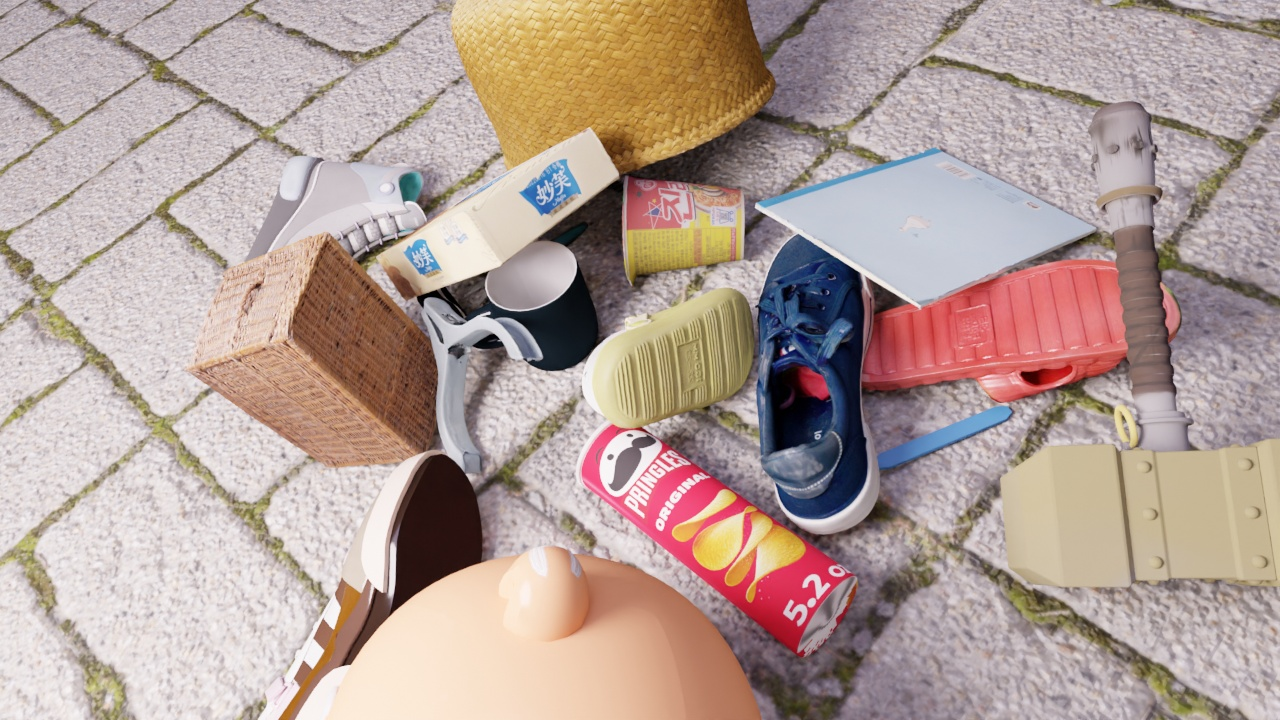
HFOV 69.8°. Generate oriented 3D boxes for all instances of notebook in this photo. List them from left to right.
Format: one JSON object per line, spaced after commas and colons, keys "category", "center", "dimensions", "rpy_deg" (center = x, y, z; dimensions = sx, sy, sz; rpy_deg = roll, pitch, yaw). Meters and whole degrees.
{"category": "notebook", "center": [0.251, -0.125, 0.798], "dimensions": [0.252, 0.009, 0.181], "rpy_deg": [-21, 46, -32]}

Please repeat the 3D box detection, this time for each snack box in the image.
{"category": "snack box", "center": [-0.137, -0.130, 0.844], "dimensions": [0.153, 0.055, 0.208], "rpy_deg": [-43, 20, -31]}

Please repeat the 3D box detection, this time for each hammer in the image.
{"category": "hammer", "center": [0.337, -0.017, 0.610], "dimensions": [0.190, 0.100, 0.324], "rpy_deg": [-3, 77, 13]}

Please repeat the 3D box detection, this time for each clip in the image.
{"category": "clip", "center": [-0.130, -0.001, 0.775], "dimensions": [0.165, 0.031, 0.168], "rpy_deg": [-28, 72, 41]}

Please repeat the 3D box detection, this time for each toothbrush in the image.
{"category": "toothbrush", "center": [0.215, 0.071, 0.718], "dimensions": [0.166, 0.014, 0.016], "rpy_deg": [-21, 49, -7]}

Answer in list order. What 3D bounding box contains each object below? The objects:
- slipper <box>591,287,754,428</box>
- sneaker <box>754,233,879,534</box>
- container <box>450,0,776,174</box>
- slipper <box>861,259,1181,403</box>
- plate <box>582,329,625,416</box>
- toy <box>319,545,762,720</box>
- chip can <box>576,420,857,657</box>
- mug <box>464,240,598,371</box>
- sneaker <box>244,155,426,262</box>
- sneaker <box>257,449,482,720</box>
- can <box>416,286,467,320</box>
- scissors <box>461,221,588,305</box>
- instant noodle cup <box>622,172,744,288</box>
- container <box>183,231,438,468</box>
{"category": "slipper", "center": [0.020, -0.001, 0.758], "dimensions": [0.082, 0.092, 0.190], "rpy_deg": [1, 18, 44]}
{"category": "sneaker", "center": [0.128, -0.020, 0.721], "dimensions": [0.121, 0.127, 0.293], "rpy_deg": [-18, 43, 27]}
{"category": "container", "center": [-0.033, -0.325, 0.928], "dimensions": [0.307, 0.197, 0.306], "rpy_deg": [-17, 31, 10]}
{"category": "slipper", "center": [0.289, -0.014, 0.733], "dimensions": [0.249, 0.059, 0.103], "rpy_deg": [-10, 48, 28]}
{"category": "plate", "center": [-0.005, 0.005, 0.819], "dimensions": [0.104, 0.026, 0.104], "rpy_deg": [-8, 51, 10]}
{"category": "toy", "center": [-0.056, 0.230, 0.496], "dimensions": [0.265, 0.281, 0.262], "rpy_deg": [1, 50, -9]}
{"category": "chip can", "center": [0.051, 0.124, 0.682], "dimensions": [0.221, 0.069, 0.069], "rpy_deg": [33, 67, 33]}
{"category": "mug", "center": [-0.103, -0.041, 0.837], "dimensions": [0.121, 0.094, 0.085], "rpy_deg": [-18, 50, 1]}
{"category": "sneaker", "center": [-0.314, -0.117, 0.970], "dimensions": [0.160, 0.093, 0.256], "rpy_deg": [-1, 53, 4]}
{"category": "sneaker", "center": [-0.210, 0.203, 0.680], "dimensions": [0.117, 0.112, 0.293], "rpy_deg": [-9, 51, 26]}
{"category": "can", "center": [-0.192, -0.046, 0.906], "dimensions": [0.031, 0.031, 0.080], "rpy_deg": [-34, 52, -12]}
{"category": "scissors", "center": [-0.116, -0.114, 0.948], "dimensions": [0.119, 0.019, 0.151], "rpy_deg": [0, 57, 12]}
{"category": "instant noodle cup", "center": [0.042, -0.130, 0.873], "dimensions": [0.112, 0.100, 0.100], "rpy_deg": [-1, 52, 5]}
{"category": "container", "center": [-0.268, 0.002, 0.784], "dimensions": [0.113, 0.198, 0.113], "rpy_deg": [-12, 51, 21]}
